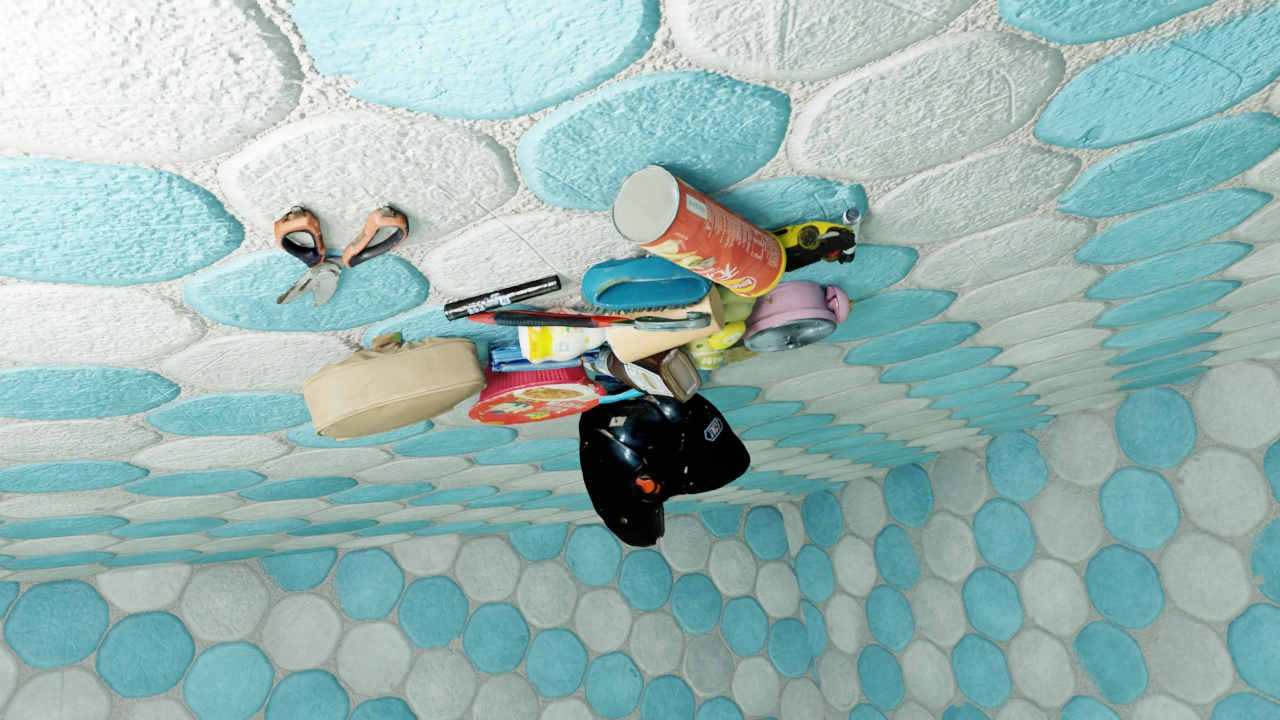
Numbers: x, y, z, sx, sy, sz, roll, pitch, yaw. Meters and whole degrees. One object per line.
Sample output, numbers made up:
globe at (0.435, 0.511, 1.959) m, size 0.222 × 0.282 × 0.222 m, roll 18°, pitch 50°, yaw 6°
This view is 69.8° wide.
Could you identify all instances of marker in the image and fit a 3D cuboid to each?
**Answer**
marker at (-0.149, -0.068, 0.989) m, size 0.132 × 0.020 × 0.022 m, roll -14°, pitch -167°, yaw 11°
marker at (0.225, -0.133, 0.993) m, size 0.022 × 0.018 × 0.131 m, roll -44°, pitch 163°, yaw -1°

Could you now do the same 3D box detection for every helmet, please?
helmet at (0.029, 0.144, 1.449) m, size 0.275 × 0.230 × 0.232 m, roll -16°, pitch -167°, yaw 34°

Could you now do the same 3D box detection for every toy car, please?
toy car at (0.153, -0.114, 0.970) m, size 0.156 × 0.041 × 0.071 m, roll -18°, pitch 163°, yaw 32°

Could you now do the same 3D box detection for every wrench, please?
wrench at (-0.060, -0.045, 1.003) m, size 0.274 × 0.016 × 0.056 m, roll 1°, pitch -166°, yaw 11°

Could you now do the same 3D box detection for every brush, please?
brush at (0.009, -0.084, 0.962) m, size 0.143 × 0.055 × 0.074 m, roll -6°, pitch 164°, yaw -15°
brush at (0.062, 0.011, 1.265) m, size 0.254 × 0.046 × 0.083 m, roll -23°, pitch 174°, yaw -10°

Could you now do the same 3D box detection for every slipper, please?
slipper at (0.080, -0.026, 1.139) m, size 0.091 × 0.081 × 0.191 m, roll -10°, pitch 160°, yaw -38°

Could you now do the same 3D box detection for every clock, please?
clock at (0.202, -0.056, 1.175) m, size 0.158 × 0.059 × 0.117 m, roll 0°, pitch 160°, yaw -27°

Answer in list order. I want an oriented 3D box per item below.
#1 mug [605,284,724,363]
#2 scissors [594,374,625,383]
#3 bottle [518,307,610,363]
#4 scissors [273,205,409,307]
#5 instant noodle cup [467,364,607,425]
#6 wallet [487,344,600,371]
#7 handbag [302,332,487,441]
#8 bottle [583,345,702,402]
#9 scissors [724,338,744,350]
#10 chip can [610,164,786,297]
mug at (0.030, -0.047, 1.051) m, size 0.123 × 0.078 × 0.078 m, roll -13°, pitch 164°, yaw 20°
scissors at (0.015, 0.032, 1.358) m, size 0.172 × 0.012 × 0.163 m, roll 5°, pitch 180°, yaw -39°
bottle at (-0.086, -0.031, 1.071) m, size 0.108 × 0.063 × 0.063 m, roll -6°, pitch 164°, yaw -12°
scissors at (-0.287, -0.091, 0.829) m, size 0.196 × 0.015 × 0.215 m, roll -13°, pitch 165°, yaw 10°
instant noodle cup at (-0.144, 0.034, 1.264) m, size 0.194 × 0.065 × 0.194 m, roll -8°, pitch 164°, yaw -2°
wallet at (-0.123, -0.010, 1.148) m, size 0.133 × 0.040 × 0.106 m, roll -7°, pitch -177°, yaw -12°
handbag at (-0.291, 0.028, 1.081) m, size 0.204 × 0.099 × 0.148 m, roll -14°, pitch 169°, yaw -26°
bottle at (-0.007, 0.007, 1.159) m, size 0.195 × 0.044 × 0.080 m, roll 11°, pitch 142°, yaw 53°
scissors at (0.067, -0.005, 1.228) m, size 0.175 × 0.014 × 0.136 m, roll 15°, pitch -133°, yaw 40°
chip can at (0.061, -0.115, 0.857) m, size 0.073 × 0.073 × 0.216 m, roll -19°, pitch 162°, yaw 29°
